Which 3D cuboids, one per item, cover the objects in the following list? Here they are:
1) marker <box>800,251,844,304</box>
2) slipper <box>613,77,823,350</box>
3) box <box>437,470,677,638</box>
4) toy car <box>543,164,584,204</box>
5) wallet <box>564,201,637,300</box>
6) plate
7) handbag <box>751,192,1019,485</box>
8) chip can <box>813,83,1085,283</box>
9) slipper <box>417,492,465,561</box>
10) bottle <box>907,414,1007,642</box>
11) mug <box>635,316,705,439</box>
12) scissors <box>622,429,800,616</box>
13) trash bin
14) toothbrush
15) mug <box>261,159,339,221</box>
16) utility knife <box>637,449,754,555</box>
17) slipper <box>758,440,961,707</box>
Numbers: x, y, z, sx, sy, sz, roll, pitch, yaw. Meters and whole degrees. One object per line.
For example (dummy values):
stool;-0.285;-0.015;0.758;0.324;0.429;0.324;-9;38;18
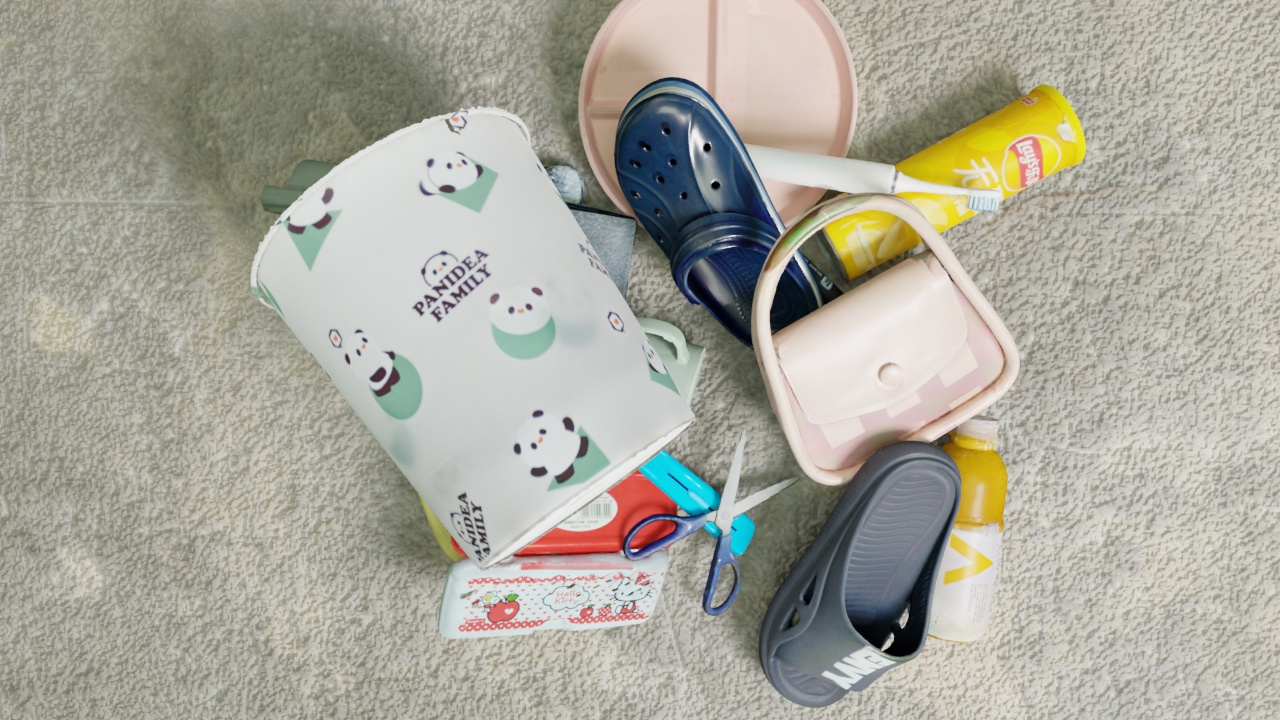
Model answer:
marker;0.150;-0.066;0.782;0.132;0.020;0.022;41;128;-12
slipper;0.057;-0.094;0.723;0.105;0.095;0.253;-23;117;28
box;-0.065;0.161;0.776;0.200;0.060;0.161;4;96;-26
toy car;-0.102;-0.149;0.798;0.105;0.031;0.049;5;95;5
wallet;-0.067;-0.090;0.792;0.121;0.019;0.097;12;121;3
plate;0.063;-0.208;0.760;0.229;0.028;0.230;0;108;-2
handbag;0.171;-0.029;0.707;0.193;0.093;0.234;-30;127;4
chip can;0.247;-0.143;0.754;0.213;0.072;0.072;-28;93;7
slipper;-0.155;0.088;0.801;0.091;0.081;0.190;-24;110;-4
bottle;0.271;0.140;0.778;0.068;0.068;0.189;7;95;3
mug;-0.005;0.004;0.768;0.106;0.082;0.112;18;140;5
scissors;0.063;0.143;0.788;0.162;0.012;0.176;-3;105;-18
trash bin;-0.105;-0.007;0.654;0.230;0.229;0.252;-37;82;6
toothbrush;0.167;-0.144;0.720;0.221;0.026;0.026;12;111;13
mug;-0.239;-0.122;0.765;0.103;0.124;0.083;8;94;1
utility knife;0.030;0.104;0.785;0.191;0.018;0.034;41;91;-22
slipper;0.181;0.192;0.740;0.110;0.083;0.269;15;113;-14
